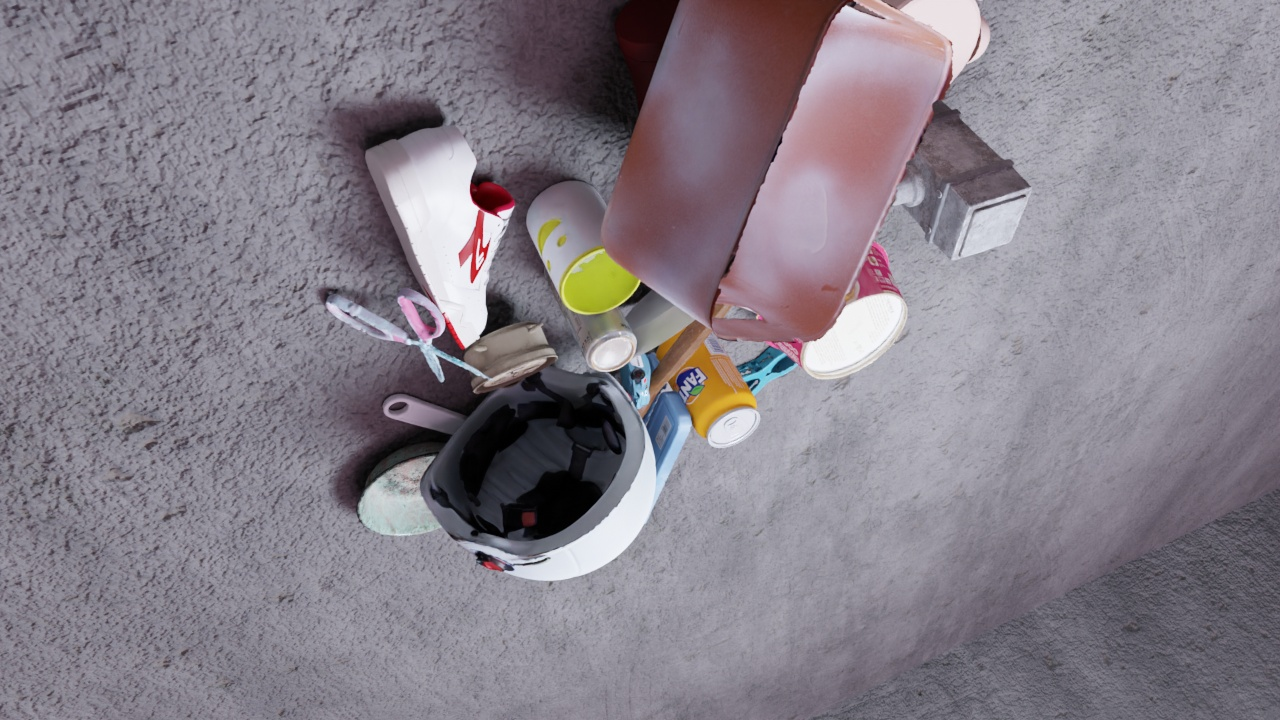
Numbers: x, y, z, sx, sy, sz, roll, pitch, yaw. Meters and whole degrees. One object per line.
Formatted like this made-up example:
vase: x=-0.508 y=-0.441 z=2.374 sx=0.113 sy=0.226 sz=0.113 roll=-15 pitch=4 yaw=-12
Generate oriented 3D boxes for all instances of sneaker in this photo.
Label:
sneaker: x=-0.159 y=-0.110 z=0.834 sx=0.104 sy=0.090 sz=0.237 roll=-28 pitch=142 yaw=-15

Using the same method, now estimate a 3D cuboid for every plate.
plate: x=0.034 y=-0.065 z=0.954 sx=0.189 sy=0.188 sz=0.016 roll=-36 pitch=105 yaw=10

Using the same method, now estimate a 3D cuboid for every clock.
clock: x=-0.142 y=-0.003 z=0.964 sx=0.092 sy=0.054 sz=0.141 roll=-22 pitch=174 yaw=-17
clock: x=0.264 y=-0.302 z=0.880 sx=0.160 sy=0.086 sz=0.131 roll=-38 pitch=143 yaw=2

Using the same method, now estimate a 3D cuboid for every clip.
clip: x=0.158 y=0.009 z=1.220 sx=0.120 sy=0.027 sz=0.104 roll=-32 pitch=146 yaw=4

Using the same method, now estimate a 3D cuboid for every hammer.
hammer: x=0.034 y=0.006 z=1.038 sx=0.033 sy=0.115 sz=0.324 roll=11 pitch=133 yaw=-34
hammer: x=0.207 y=-0.158 z=0.928 sx=0.326 sy=0.176 sz=0.080 roll=-18 pitch=142 yaw=-13

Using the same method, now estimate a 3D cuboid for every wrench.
wrench: x=-0.190 y=0.085 z=1.091 sx=0.066 sy=0.018 sz=0.273 roll=-44 pitch=140 yaw=20

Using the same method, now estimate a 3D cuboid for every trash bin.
trash bin: x=0.100 y=-0.165 z=0.731 sx=0.181 sy=0.157 sz=0.260 roll=-2 pitch=120 yaw=-47

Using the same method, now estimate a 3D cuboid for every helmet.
helmet: x=-0.088 y=0.138 z=0.995 sx=0.236 sy=0.264 sz=0.164 roll=-56 pitch=137 yaw=-24

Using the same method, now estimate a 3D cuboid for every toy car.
toy car: x=-0.006 y=0.006 z=1.037 sx=0.027 sy=0.107 sz=0.060 roll=-4 pitch=144 yaw=-12

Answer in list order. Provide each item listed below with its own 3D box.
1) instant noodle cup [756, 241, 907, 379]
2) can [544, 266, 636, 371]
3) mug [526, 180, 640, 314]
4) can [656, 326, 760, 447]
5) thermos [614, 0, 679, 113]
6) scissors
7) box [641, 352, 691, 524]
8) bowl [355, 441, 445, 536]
instant noodle cup: x=0.235 y=-0.051 z=1.081 sx=0.178 sy=0.077 sz=0.179 roll=-18 pitch=142 yaw=-15
can: x=-0.051 y=-0.052 z=0.918 sx=0.054 sy=0.135 sz=0.054 roll=-16 pitch=141 yaw=-14
mug: x=-0.055 y=-0.108 z=0.875 sx=0.082 sy=0.106 sz=0.083 roll=-17 pitch=141 yaw=-15
can: x=0.080 y=0.028 z=1.092 sx=0.079 sy=0.142 sz=0.079 roll=-18 pitch=142 yaw=-15
thermos: x=0.037 y=-0.213 z=0.814 sx=0.084 sy=0.107 sz=0.199 roll=3 pitch=146 yaw=20
scissors: x=-0.222 y=-0.026 z=0.865 sx=0.173 sy=0.013 sz=0.171 roll=16 pitch=155 yaw=11
box: x=0.001 y=0.101 z=1.142 sx=0.020 sy=0.125 sz=0.209 roll=-6 pitch=138 yaw=-29
bowl: x=-0.263 y=0.148 z=1.098 sx=0.157 sy=0.038 sz=0.158 roll=-18 pitch=142 yaw=-15
